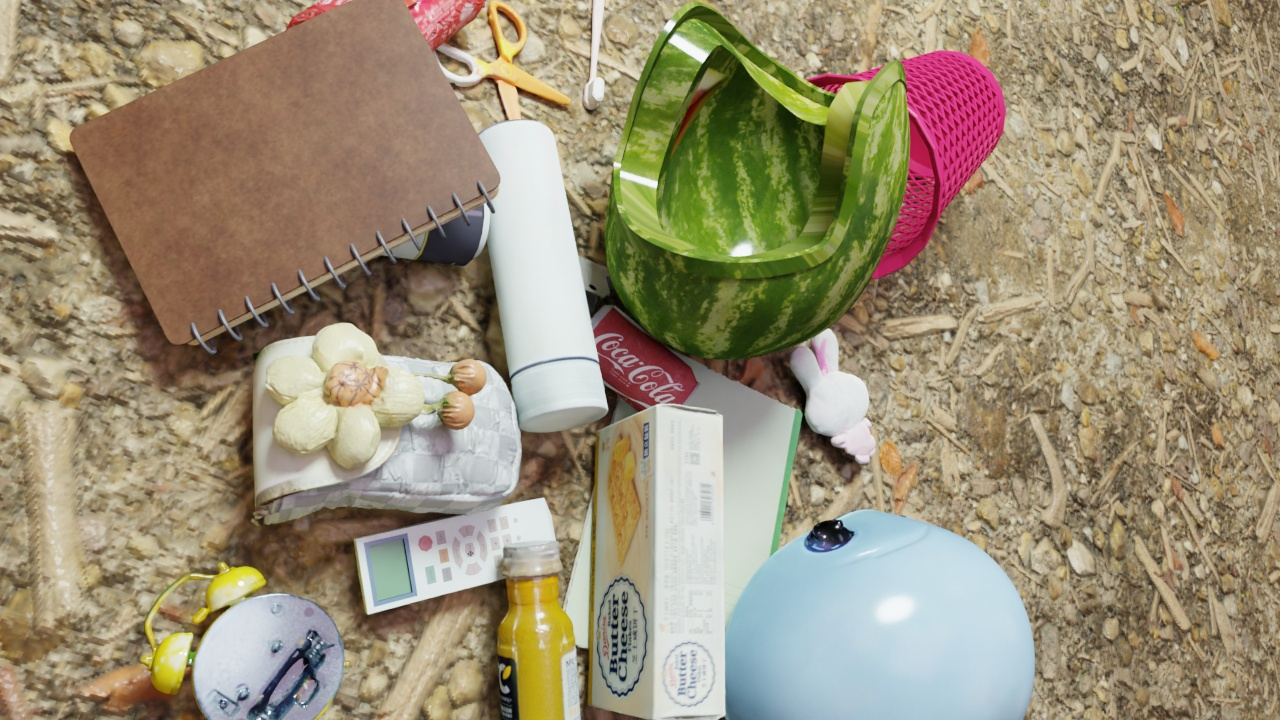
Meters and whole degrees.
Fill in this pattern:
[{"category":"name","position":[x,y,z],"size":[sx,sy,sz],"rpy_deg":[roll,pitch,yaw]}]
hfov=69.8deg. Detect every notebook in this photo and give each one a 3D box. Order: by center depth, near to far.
[{"category":"notebook","position":[-0.220,-0.121,0.585],"size":[0.225,0.024,0.167],"rpy_deg":[-28,83,-7]},{"category":"notebook","position":[0.042,0.125,0.748],"size":[0.182,0.010,0.252],"rpy_deg":[25,66,-23]}]

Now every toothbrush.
[{"category":"toothbrush","position":[-0.036,-0.304,0.811],"size":[0.015,0.018,0.181],"rpy_deg":[12,70,-28]}]

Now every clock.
[{"category":"clock","position":[-0.233,0.173,0.543],"size":[0.118,0.057,0.083],"rpy_deg":[42,61,-15]}]

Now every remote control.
[{"category":"remote control","position":[-0.126,0.132,0.637],"size":[0.143,0.024,0.049],"rpy_deg":[-8,85,-33]}]

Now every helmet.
[{"category":"helmet","position":[0.085,-0.119,0.708],"size":[0.213,0.243,0.247],"rpy_deg":[26,94,21]},{"category":"helmet","position":[0.197,0.234,0.722],"size":[0.265,0.167,0.225],"rpy_deg":[-14,93,-26]}]

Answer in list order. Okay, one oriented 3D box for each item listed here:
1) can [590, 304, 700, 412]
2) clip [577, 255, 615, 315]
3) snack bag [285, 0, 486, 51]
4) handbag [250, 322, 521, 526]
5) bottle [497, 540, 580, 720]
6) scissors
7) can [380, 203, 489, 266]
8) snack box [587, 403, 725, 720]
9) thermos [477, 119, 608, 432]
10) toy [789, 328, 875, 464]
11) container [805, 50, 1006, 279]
[{"category":"can","position":[-0.004,0.004,0.715],"size":[0.096,0.054,0.053],"rpy_deg":[39,60,-1]},{"category":"clip","position":[-0.047,-0.061,0.740],"size":[0.101,0.038,0.054],"rpy_deg":[20,44,-24]},{"category":"snack bag","position":[-0.183,-0.250,0.671],"size":[0.082,0.082,0.176],"rpy_deg":[45,59,-13]},{"category":"handbag","position":[-0.154,0.040,0.588],"size":[0.171,0.124,0.112],"rpy_deg":[5,60,-31]},{"category":"bottle","position":[-0.069,0.217,0.619],"size":[0.053,0.053,0.186],"rpy_deg":[-2,85,-31]},{"category":"scissors","position":[-0.117,-0.237,0.748],"size":[0.128,0.011,0.125],"rpy_deg":[-10,81,-31]},{"category":"can","position":[-0.175,-0.105,0.647],"size":[0.127,0.064,0.064],"rpy_deg":[5,75,-30]},{"category":"snack box","position":[0.010,0.143,0.656],"size":[0.057,0.104,0.207],"rpy_deg":[9,73,-26]},{"category":"thermos","position":[-0.076,-0.063,0.679],"size":[0.067,0.068,0.230],"rpy_deg":[-3,72,-31]},{"category":"toy","position":[0.177,0.036,0.836],"size":[0.075,0.037,0.125],"rpy_deg":[-32,96,-38]},{"category":"container","position":[0.242,-0.204,0.868],"size":[0.225,0.184,0.183],"rpy_deg":[-36,96,-40]}]
